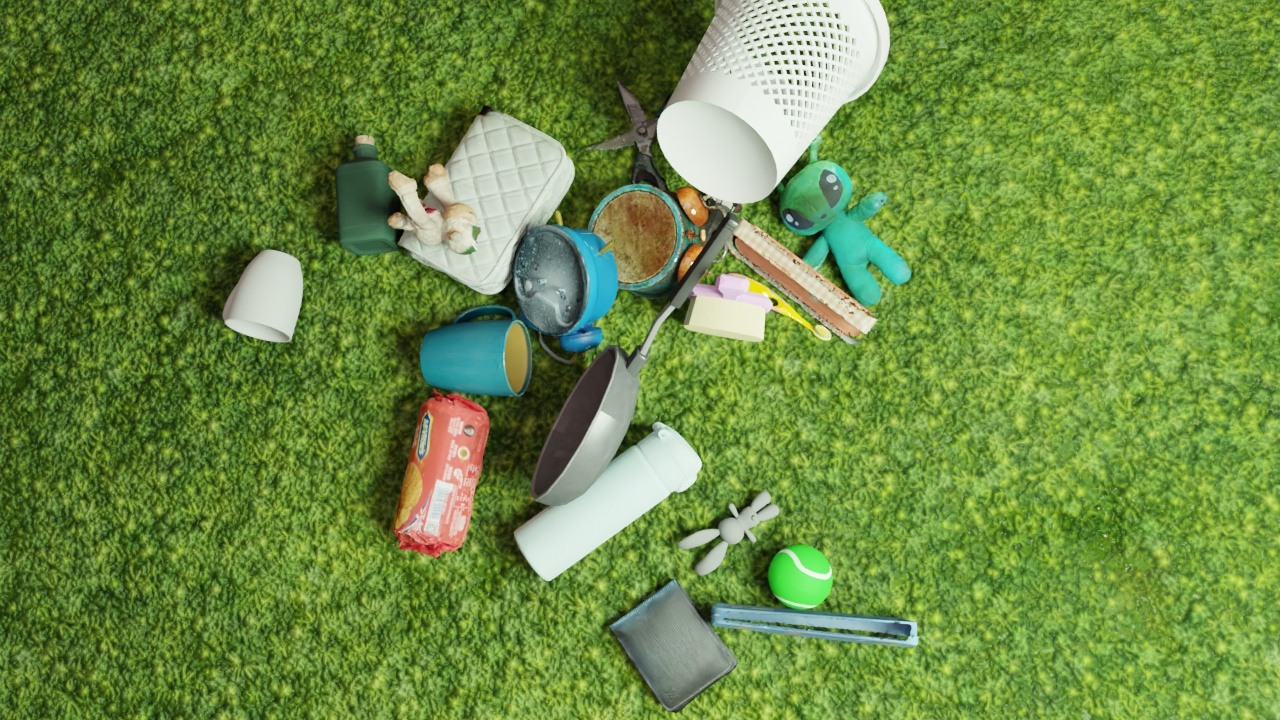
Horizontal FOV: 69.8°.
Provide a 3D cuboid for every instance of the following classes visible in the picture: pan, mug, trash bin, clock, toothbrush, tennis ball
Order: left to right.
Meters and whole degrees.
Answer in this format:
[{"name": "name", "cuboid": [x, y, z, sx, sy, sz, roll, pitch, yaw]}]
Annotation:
[{"name": "mug", "cuboid": [-0.432, -0.074, 1.040, 0.107, 0.071, 0.089, -1, 70, 31]}, {"name": "mug", "cuboid": [-0.178, -0.014, 1.007, 0.104, 0.084, 0.112, 0, 52, 14]}, {"name": "clock", "cuboid": [-0.084, -0.072, 0.985, 0.117, 0.060, 0.162, 34, 122, 31]}, {"name": "pan", "cuboid": [-0.005, 0.005, 0.899, 0.041, 0.178, 0.358, 29, 117, -13]}, {"name": "clock", "cuboid": [0.024, -0.130, 0.995, 0.158, 0.073, 0.121, -2, 87, 26]}, {"name": "trash bin", "cuboid": [0.123, -0.279, 0.939, 0.195, 0.196, 0.199, 29, 66, 8]}, {"name": "toothbrush", "cuboid": [0.153, -0.061, 1.018, 0.135, 0.016, 0.021, 32, 80, 8]}, {"name": "tennis ball", "cuboid": [0.165, 0.223, 0.947, 0.065, 0.065, 0.065, -1, 81, 3]}]

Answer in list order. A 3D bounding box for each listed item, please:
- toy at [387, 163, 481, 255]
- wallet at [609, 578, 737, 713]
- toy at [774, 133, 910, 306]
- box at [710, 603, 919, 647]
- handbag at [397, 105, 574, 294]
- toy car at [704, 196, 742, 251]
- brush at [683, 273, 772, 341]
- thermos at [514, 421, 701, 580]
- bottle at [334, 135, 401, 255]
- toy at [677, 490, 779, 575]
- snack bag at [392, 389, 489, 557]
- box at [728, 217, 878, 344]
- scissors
[{"name": "toy", "cuboid": [-0.211, -0.150, 0.956, 0.106, 0.085, 0.074, 38, 108, 9]}, {"name": "wallet", "cuboid": [0.035, 0.301, 0.963, 0.089, 0.026, 0.115, -37, 80, -1]}, {"name": "toy", "cuboid": [0.215, -0.150, 1.004, 0.131, 0.072, 0.193, -41, 79, 33]}, {"name": "box", "cuboid": [0.176, 0.275, 0.939, 0.209, 0.066, 0.037, 3, 77, 4]}, {"name": "handbag", "cuboid": [-0.170, -0.176, 1.032, 0.139, 0.072, 0.194, 30, 84, 17]}, {"name": "toy car", "cuboid": [0.086, -0.158, 1.026, 0.037, 0.040, 0.092, 25, 84, 7]}, {"name": "brush", "cuboid": [0.087, -0.051, 0.916, 0.089, 0.228, 0.043, 10, 89, 5]}, {"name": "thermos", "cuboid": [-0.032, 0.148, 0.972, 0.207, 0.065, 0.078, -35, 109, -3]}, {"name": "bottle", "cuboid": [-0.311, -0.192, 1.046, 0.061, 0.061, 0.131, -7, 80, 5]}, {"name": "toy", "cuboid": [0.097, 0.181, 0.977, 0.111, 0.030, 0.049, -34, 95, -7]}, {"name": "snack bag", "cuboid": [-0.210, 0.123, 0.985, 0.082, 0.082, 0.176, 12, 82, 5]}, {"name": "box", "cuboid": [0.173, -0.088, 0.994, 0.187, 0.085, 0.048, 40, 91, 11]}, {"name": "scissors", "cuboid": [0.045, -0.249, 1.058, 0.202, 0.015, 0.201, -23, 82, 0]}]
